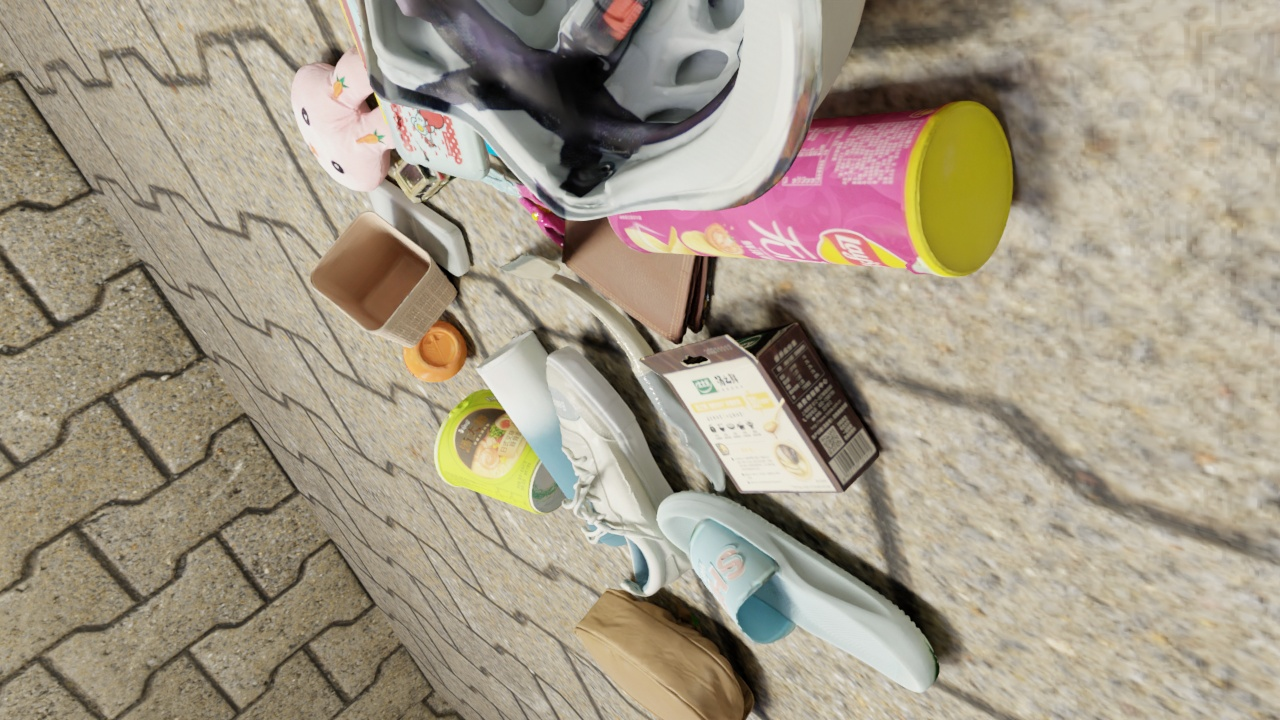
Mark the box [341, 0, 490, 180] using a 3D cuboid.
[{"bbox_3d":[-0.126,-0.215,0.557,0.102,0.095,0.202,34,147,40],"label":"box"}]

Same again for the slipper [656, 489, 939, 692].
[{"bbox_3d":[0.108,0.185,0.706,0.245,0.074,0.104,27,156,34],"label":"slipper"}]

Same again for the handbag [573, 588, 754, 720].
[{"bbox_3d":[0.030,0.328,0.991,0.205,0.099,0.148,23,149,42],"label":"handbag"}]

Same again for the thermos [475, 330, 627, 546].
[{"bbox_3d":[-0.066,0.077,0.864,0.220,0.070,0.070,56,152,-10],"label":"thermos"}]

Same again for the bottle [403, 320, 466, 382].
[{"bbox_3d":[-0.237,-0.004,1.030,0.067,0.066,0.150,54,159,-6],"label":"bottle"}]

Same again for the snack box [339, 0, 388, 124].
[{"bbox_3d":[-0.181,-0.245,0.631,0.086,0.034,0.141,-101,1,-50],"label":"snack box"}]

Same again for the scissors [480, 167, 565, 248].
[{"bbox_3d":[-0.096,-0.135,0.691,0.138,0.017,0.084,39,158,14],"label":"scissors"}]

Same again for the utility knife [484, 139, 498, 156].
[{"bbox_3d":[-0.103,-0.163,0.676,0.159,0.018,0.034,26,157,41],"label":"utility knife"}]

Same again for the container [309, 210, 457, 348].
[{"bbox_3d":[-0.241,-0.072,0.882,0.090,0.090,0.111,37,175,9],"label":"container"}]

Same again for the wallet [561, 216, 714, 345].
[{"bbox_3d":[-0.005,-0.079,0.619,0.124,0.032,0.101,38,147,23],"label":"wallet"}]

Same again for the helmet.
[{"bbox_3d":[-0.010,-0.185,0.373,0.259,0.145,0.229,26,145,26],"label":"helmet"}]

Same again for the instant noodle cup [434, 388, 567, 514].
[{"bbox_3d":[-0.131,0.100,0.954,0.123,0.111,0.112,20,140,32],"label":"instant noodle cup"}]

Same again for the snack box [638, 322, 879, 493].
[{"bbox_3d":[0.075,0.029,0.603,0.125,0.053,0.113,57,152,-10],"label":"snack box"}]

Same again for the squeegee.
[{"bbox_3d":[-0.004,0.004,0.705,0.246,0.039,0.246,48,173,-11],"label":"squeegee"}]

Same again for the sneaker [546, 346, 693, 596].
[{"bbox_3d":[-0.032,0.103,0.797,0.242,0.090,0.089,60,164,-19],"label":"sneaker"}]

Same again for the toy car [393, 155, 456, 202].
[{"bbox_3d":[-0.191,-0.162,0.792,0.042,0.035,0.091,58,154,-11],"label":"toy car"}]

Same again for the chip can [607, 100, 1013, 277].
[{"bbox_3d":[0.070,-0.084,0.457,0.211,0.071,0.071,12,134,51],"label":"chip can"}]

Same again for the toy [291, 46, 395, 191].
[{"bbox_3d":[-0.258,-0.214,0.814,0.160,0.054,0.121,-15,110,52],"label":"toy"}]

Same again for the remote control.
[{"bbox_3d":[-0.212,-0.130,0.876,0.136,0.020,0.056,33,148,30],"label":"remote control"}]
